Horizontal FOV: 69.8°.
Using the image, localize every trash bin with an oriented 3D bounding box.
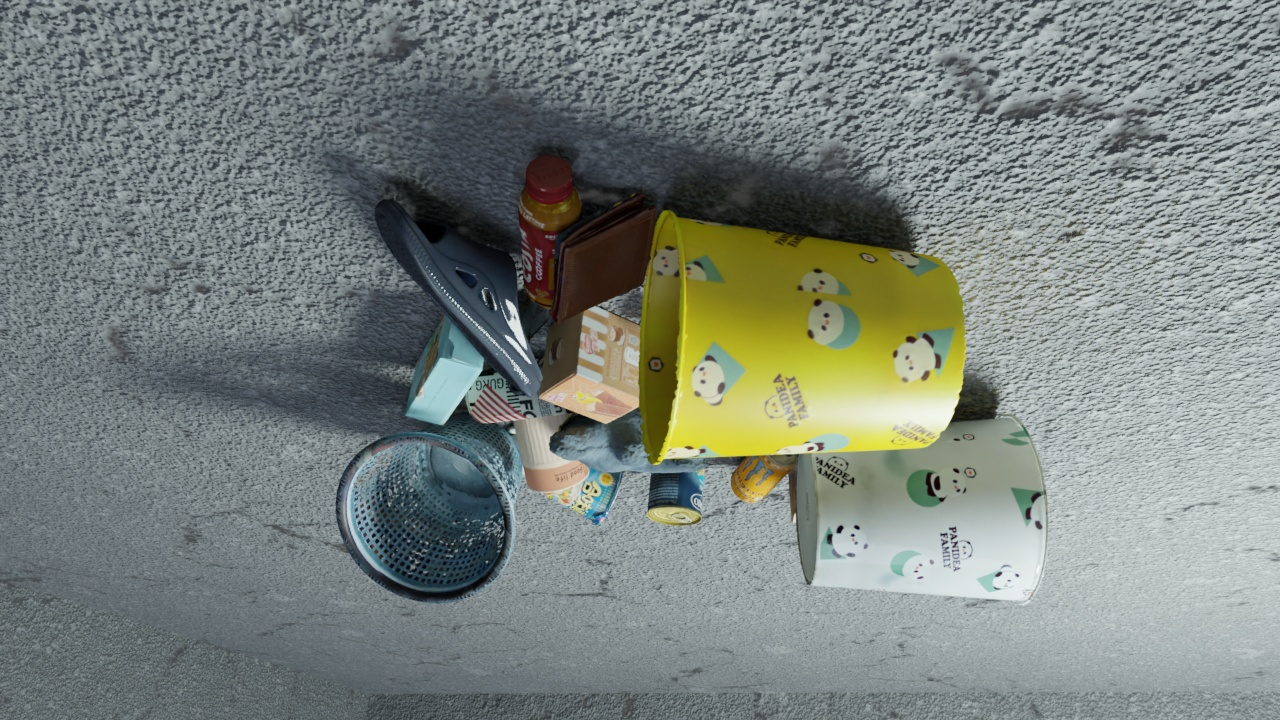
[{"bbox_3d":[-0.250,0.168,1.197,0.227,0.194,0.227,2,107,7],"label":"trash bin"},{"bbox_3d":[0.138,-0.014,0.846,0.255,0.229,0.230,3,151,-7],"label":"trash bin"},{"bbox_3d":[0.326,0.182,1.117,0.252,0.229,0.230,-1,150,2],"label":"trash bin"}]

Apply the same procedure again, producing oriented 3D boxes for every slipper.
[{"bbox_3d":[-0.164,-0.073,0.919,0.111,0.083,0.268,32,162,47],"label":"slipper"}]

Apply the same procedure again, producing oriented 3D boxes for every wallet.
[{"bbox_3d":[-0.038,-0.092,0.855,0.101,0.032,0.125,-29,156,-23],"label":"wallet"}]

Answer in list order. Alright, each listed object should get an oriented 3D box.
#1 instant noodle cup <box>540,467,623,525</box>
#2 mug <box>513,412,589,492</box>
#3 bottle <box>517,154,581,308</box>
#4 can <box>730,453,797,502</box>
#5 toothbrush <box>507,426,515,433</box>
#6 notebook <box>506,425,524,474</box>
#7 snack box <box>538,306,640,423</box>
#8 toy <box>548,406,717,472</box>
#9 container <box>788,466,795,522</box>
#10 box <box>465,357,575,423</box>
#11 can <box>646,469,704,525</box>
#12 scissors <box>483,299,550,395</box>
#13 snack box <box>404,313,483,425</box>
[{"bbox_3d":[-0.094,0.167,1.296,0.110,0.099,0.099,25,146,-14],"label":"instant noodle cup"},{"bbox_3d":[-0.108,0.097,1.182,0.082,0.114,0.106,0,110,30],"label":"mug"},{"bbox_3d":[-0.083,-0.117,0.849,0.057,0.057,0.175,5,150,-1],"label":"bottle"},{"bbox_3d":[0.173,0.147,1.271,0.058,0.058,0.146,10,150,-9],"label":"can"},{"bbox_3d":[-0.094,0.099,1.251,0.180,0.016,0.016,1,141,8],"label":"toothbrush"},{"bbox_3d":[-0.130,0.127,1.328,0.150,0.012,0.210,26,143,-30],"label":"notebook"},{"bbox_3d":[-0.050,0.004,1.020,0.094,0.092,0.077,23,146,-30],"label":"snack box"},{"bbox_3d":[0.001,0.097,1.144,0.355,0.091,0.138,4,-177,-43],"label":"toy"},{"bbox_3d":[0.267,0.172,1.273,0.111,0.090,0.090,0,150,2],"label":"container"},{"bbox_3d":[-0.130,0.030,1.124,0.163,0.076,0.086,-10,-175,23],"label":"box"},{"bbox_3d":[0.050,0.164,1.268,0.075,0.111,0.075,5,152,2],"label":"can"},{"bbox_3d":[-0.129,-0.023,1.027,0.165,0.014,0.163,6,119,39],"label":"scissors"},{"bbox_3d":[-0.227,0.008,1.072,0.051,0.074,0.175,16,148,-21],"label":"snack box"}]
